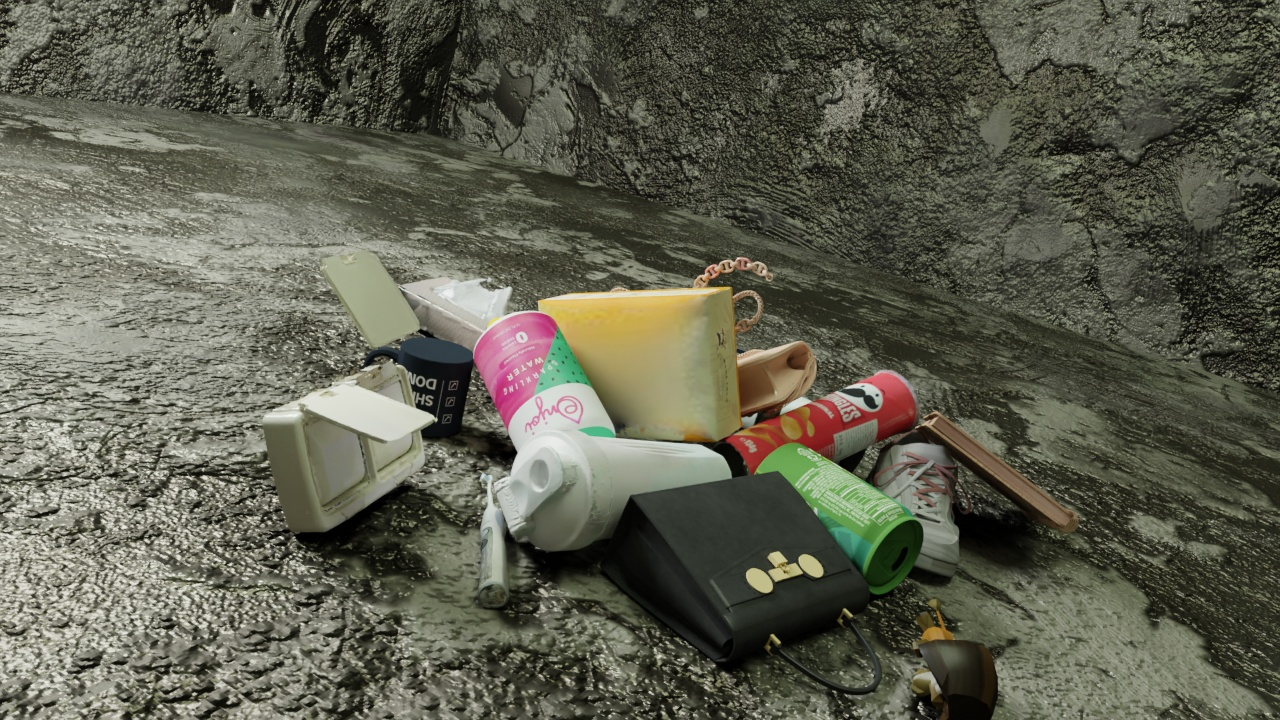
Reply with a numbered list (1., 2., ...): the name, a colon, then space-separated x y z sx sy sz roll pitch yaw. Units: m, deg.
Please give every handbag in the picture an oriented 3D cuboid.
1. handbag: 0.101 0.181 0.703 0.175 0.072 0.196 -2 33 -43
2. handbag: 0.091 -0.026 0.983 0.199 0.187 0.116 -20 6 34

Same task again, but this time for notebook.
1. notebook: 0.375 0.117 0.984 0.169 0.022 0.210 39 5 14

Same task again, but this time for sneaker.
1. sneaker: 0.282 0.131 0.932 0.099 0.089 0.235 15 16 2

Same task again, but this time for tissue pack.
1. tissue pack: -0.218 -0.062 1.175 0.181 0.071 0.103 25 27 29

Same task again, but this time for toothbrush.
1. toothbrush: -0.116 0.133 0.719 0.024 0.022 0.185 27 14 -18

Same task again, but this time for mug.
1. mug: -0.221 0.022 0.900 0.105 0.077 0.071 13 17 -2

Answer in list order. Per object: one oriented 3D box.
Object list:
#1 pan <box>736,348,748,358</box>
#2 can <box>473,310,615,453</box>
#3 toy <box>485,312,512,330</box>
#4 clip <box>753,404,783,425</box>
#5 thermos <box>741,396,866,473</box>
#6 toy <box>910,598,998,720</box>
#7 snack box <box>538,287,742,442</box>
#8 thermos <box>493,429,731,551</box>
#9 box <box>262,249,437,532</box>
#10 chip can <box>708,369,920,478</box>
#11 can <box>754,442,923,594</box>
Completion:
1. pan: 0.067 -0.020 1.302 0.357 0.021 0.198 17 -4 39
2. can: -0.089 0.036 0.857 0.088 0.088 0.165 0 47 -40
3. toy: -0.122 -0.006 1.040 0.119 0.097 0.100 -2 4 -23
4. clip: 0.144 0.069 1.049 0.023 0.076 0.047 25 21 33
5. thermos: 0.158 0.063 1.100 0.230 0.068 0.067 25 20 36
6. toy: 0.219 0.215 0.659 0.076 0.063 0.100 46 21 -24
7. snack box: -0.005 0.005 0.922 0.196 0.145 0.080 0 11 29
8. thermos: -0.017 0.108 0.767 0.099 0.099 0.220 29 14 40
9. box: -0.198 0.017 0.687 0.101 0.194 0.143 -3 16 20
10. chip can: 0.181 0.077 0.947 0.232 0.073 0.073 -19 32 -29
11. can: 0.173 0.140 0.824 0.083 0.083 0.144 0 22 -40
